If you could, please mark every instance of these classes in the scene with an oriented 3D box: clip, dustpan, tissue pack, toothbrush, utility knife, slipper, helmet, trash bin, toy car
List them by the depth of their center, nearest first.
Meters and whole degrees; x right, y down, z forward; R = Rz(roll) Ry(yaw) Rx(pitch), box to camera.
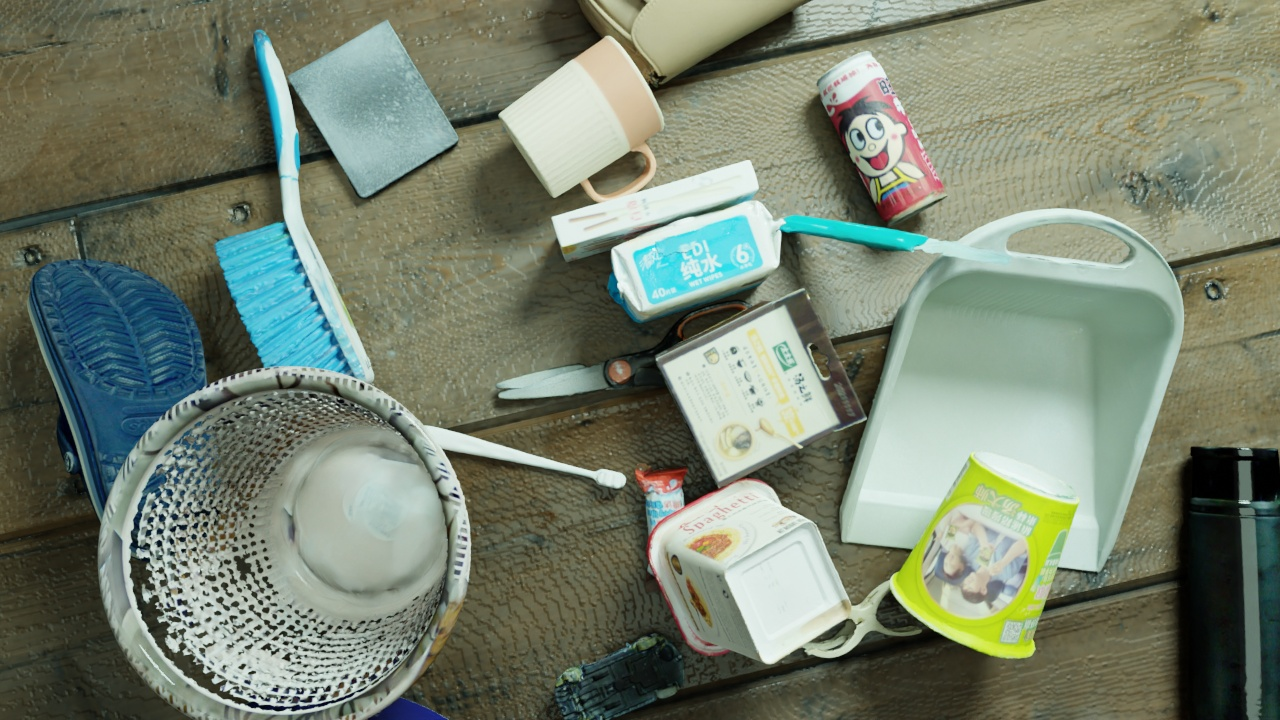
[{"bbox_3d":[-0.230,0.343,0.613,0.315,0.247,0.240,8,88,6],"label":"helmet"},{"bbox_3d":[-0.219,0.122,0.649,0.227,0.192,0.227,0,86,-1],"label":"trash bin"},{"bbox_3d":[0.178,-0.090,0.684,0.029,0.219,0.013,-31,120,-27],"label":"utility knife"},{"bbox_3d":[0.286,0.028,0.691,0.222,0.143,0.257,7,85,0],"label":"dustpan"},{"bbox_3d":[-0.392,0.039,0.707,0.095,0.104,0.252,-40,70,37],"label":"slipper"},{"bbox_3d":[0.042,-0.077,0.717,0.140,0.090,0.063,-18,87,-1],"label":"tissue pack"},{"bbox_3d":[-0.016,0.253,0.726,0.105,0.031,0.049,-22,88,-1],"label":"toy car"},{"bbox_3d":[0.172,0.207,0.732,0.100,0.035,0.074,-12,86,-6],"label":"clip"},{"bbox_3d":[-0.100,0.078,0.743,0.180,0.016,0.016,14,84,0],"label":"toothbrush"}]

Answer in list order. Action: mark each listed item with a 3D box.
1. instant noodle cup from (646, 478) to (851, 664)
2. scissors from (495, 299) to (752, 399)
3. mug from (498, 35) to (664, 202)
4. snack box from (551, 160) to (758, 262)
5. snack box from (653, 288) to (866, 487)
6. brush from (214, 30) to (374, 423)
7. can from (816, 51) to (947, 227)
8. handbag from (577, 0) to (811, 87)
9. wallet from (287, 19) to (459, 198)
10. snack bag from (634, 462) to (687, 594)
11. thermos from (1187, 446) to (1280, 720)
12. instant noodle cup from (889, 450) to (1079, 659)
[{"bbox_3d":[0.082,0.157,0.674,0.116,0.124,0.116,-26,95,-17],"label":"instant noodle cup"},{"bbox_3d":[-0.001,0.022,0.745,0.235,0.022,0.139,-30,88,-3],"label":"scissors"},{"bbox_3d":[-0.040,-0.179,0.733,0.106,0.081,0.114,-34,117,-1],"label":"mug"},{"bbox_3d":[0.010,-0.115,0.721,0.157,0.085,0.027,-17,89,-2],"label":"snack box"},{"bbox_3d":[0.090,0.020,0.713,0.125,0.053,0.113,-26,96,0],"label":"snack box"},{"bbox_3d":[-0.290,-0.110,0.736,0.109,0.060,0.314,-25,85,-8],"label":"brush"},{"bbox_3d":[0.194,-0.179,0.743,0.053,0.053,0.132,-26,88,-2],"label":"can"},{"bbox_3d":[0.048,-0.322,0.726,0.204,0.100,0.148,-29,91,1],"label":"handbag"},{"bbox_3d":[-0.219,-0.206,0.758,0.097,0.019,0.121,-31,89,0],"label":"wallet"},{"bbox_3d":[0.021,0.133,0.737,0.045,0.026,0.105,-6,90,-8],"label":"snack bag"},{"bbox_3d":[0.479,0.190,0.723,0.090,0.068,0.242,4,86,-23],"label":"thermos"},{"bbox_3d":[0.262,0.137,0.681,0.111,0.111,0.123,20,104,0],"label":"instant noodle cup"}]
